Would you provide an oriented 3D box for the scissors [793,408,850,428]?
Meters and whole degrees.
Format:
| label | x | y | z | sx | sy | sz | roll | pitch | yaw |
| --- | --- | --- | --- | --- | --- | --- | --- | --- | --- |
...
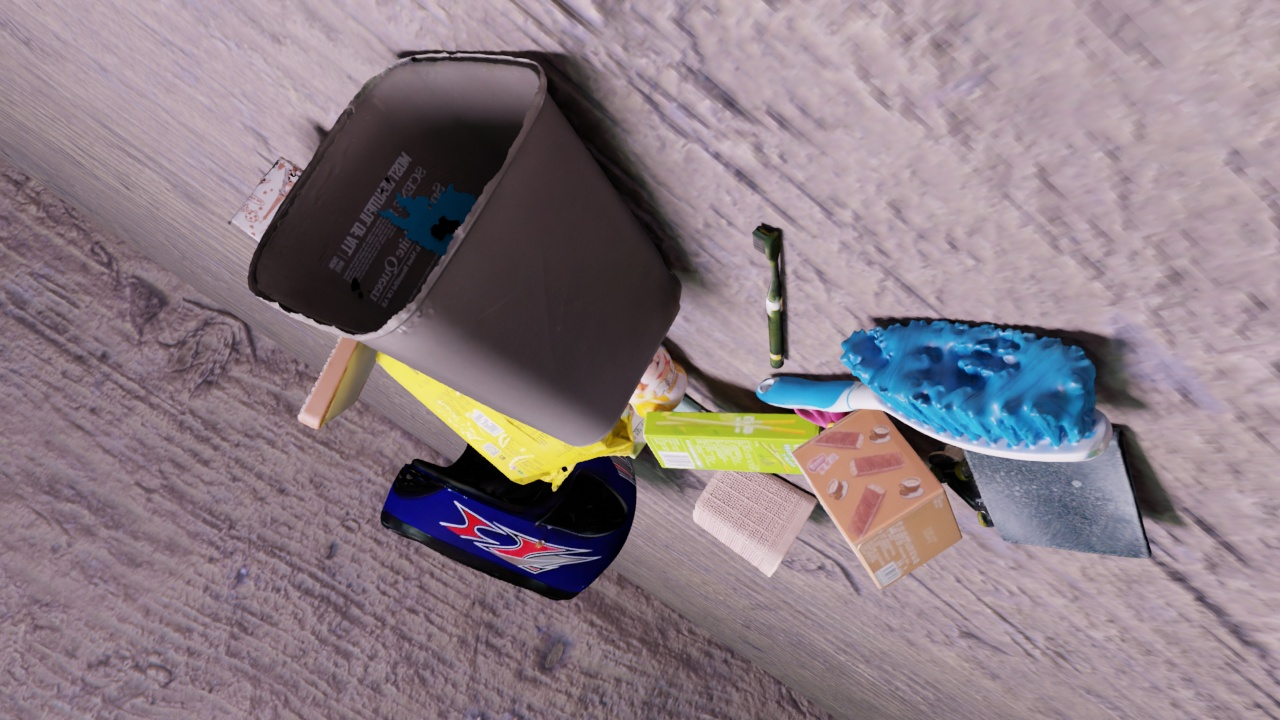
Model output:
| label | x | y | z | sx | sy | sz | roll | pitch | yaw |
| --- | --- | --- | --- | --- | --- | --- | --- | --- | --- |
| scissors | 0.185 | 0.065 | 0.763 | 0.072 | 0.017 | 0.137 | -3 | 146 | 46 |

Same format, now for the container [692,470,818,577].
| label | x | y | z | sx | sy | sz | roll | pitch | yaw |
| --- | --- | --- | --- | --- | --- | --- | --- | --- | --- |
| container | 0.124 | 0.170 | 1.026 | 0.111 | 0.089 | 0.090 | 31 | 163 | 12 |

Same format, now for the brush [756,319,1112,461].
| label | x | y | z | sx | sy | sz | roll | pitch | yaw |
| --- | --- | --- | --- | --- | --- | --- | --- | --- | --- |
| brush | 0.160 | 0.018 | 0.614 | 0.109 | 0.060 | 0.315 | 40 | 164 | -34 |

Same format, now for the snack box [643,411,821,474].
| label | x | y | z | sx | sy | sz | roll | pitch | yaw |
| --- | --- | --- | --- | --- | --- | --- | --- | --- | --- |
| snack box | 0.087 | 0.076 | 0.837 | 0.156 | 0.026 | 0.086 | 0 | 153 | 17 |

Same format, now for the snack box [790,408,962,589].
| label | x | y | z | sx | sy | sz | roll | pitch | yaw |
| --- | --- | --- | --- | --- | --- | --- | --- | --- | --- |
| snack box | 0.181 | 0.103 | 0.703 | 0.093 | 0.077 | 0.094 | 52 | -174 | -49 |

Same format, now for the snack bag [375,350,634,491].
| label | x | y | z | sx | sy | sz | roll | pitch | yaw |
| --- | --- | --- | --- | --- | --- | --- | --- | --- | --- |
| snack bag | -0.135 | 0.027 | 0.869 | 0.246 | 0.068 | 0.158 | 43 | 141 | -14 |

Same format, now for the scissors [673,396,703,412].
| label | x | y | z | sx | sy | sz | roll | pitch | yaw |
| --- | --- | --- | --- | --- | --- | --- | --- | --- | --- |
| scissors | 0.060 | 0.067 | 0.974 | 0.179 | 0.019 | 0.161 | 21 | 159 | 29 |

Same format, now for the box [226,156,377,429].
| label | x | y | z | sx | sy | sz | roll | pitch | yaw |
| --- | --- | --- | --- | --- | --- | --- | --- | --- | --- |
| box | -0.326 | -0.072 | 0.912 | 0.157 | 0.217 | 0.180 | 27 | -177 | -7 |

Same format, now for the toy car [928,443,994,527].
| label | x | y | z | sx | sy | sz | roll | pitch | yaw |
| --- | --- | --- | --- | --- | --- | --- | --- | --- | --- |
| toy car | 0.254 | 0.093 | 0.677 | 0.090 | 0.035 | 0.042 | 40 | 161 | -4 |

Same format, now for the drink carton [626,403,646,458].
| label | x | y | z | sx | sy | sz | roll | pitch | yaw |
| --- | --- | --- | --- | --- | --- | --- | --- | --- | --- |
| drink carton | -0.030 | 0.057 | 1.042 | 0.045 | 0.053 | 0.122 | 25 | 162 | 37 |

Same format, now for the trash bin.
| label | x | y | z | sx | sy | sz | roll | pitch | yaw |
| --- | --- | --- | --- | --- | --- | --- | --- | --- | --- |
| trash bin | -0.104 | -0.063 | 0.636 | 0.199 | 0.198 | 0.219 | 19 | 165 | 41 |

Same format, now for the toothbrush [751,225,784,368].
| label | x | y | z | sx | sy | sz | roll | pitch | yaw |
| --- | --- | --- | --- | --- | --- | --- | --- | --- | --- |
| toothbrush | 0.091 | -0.039 | 0.642 | 0.017 | 0.012 | 0.186 | 32 | 164 | 22 |

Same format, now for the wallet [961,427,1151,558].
| label | x | y | z | sx | sy | sz | roll | pitch | yaw |
| --- | --- | --- | --- | --- | --- | --- | --- | --- | --- |
| wallet | 0.270 | 0.085 | 0.597 | 0.097 | 0.019 | 0.121 | 1 | 134 | 42 |

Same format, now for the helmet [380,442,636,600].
| label | x | y | z | sx | sy | sz | roll | pitch | yaw |
| --- | --- | --- | --- | --- | --- | --- | --- | --- | --- |
| helmet | -0.148 | 0.154 | 1.177 | 0.315 | 0.240 | 0.248 | 31 | 167 | -37 |

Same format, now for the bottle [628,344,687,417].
| label | x | y | z | sx | sy | sz | roll | pitch | yaw |
| --- | --- | --- | --- | --- | --- | --- | --- | --- | --- |
| bottle | -0.005 | 0.005 | 0.837 | 0.063 | 0.063 | 0.108 | 13 | 155 | 47 |
